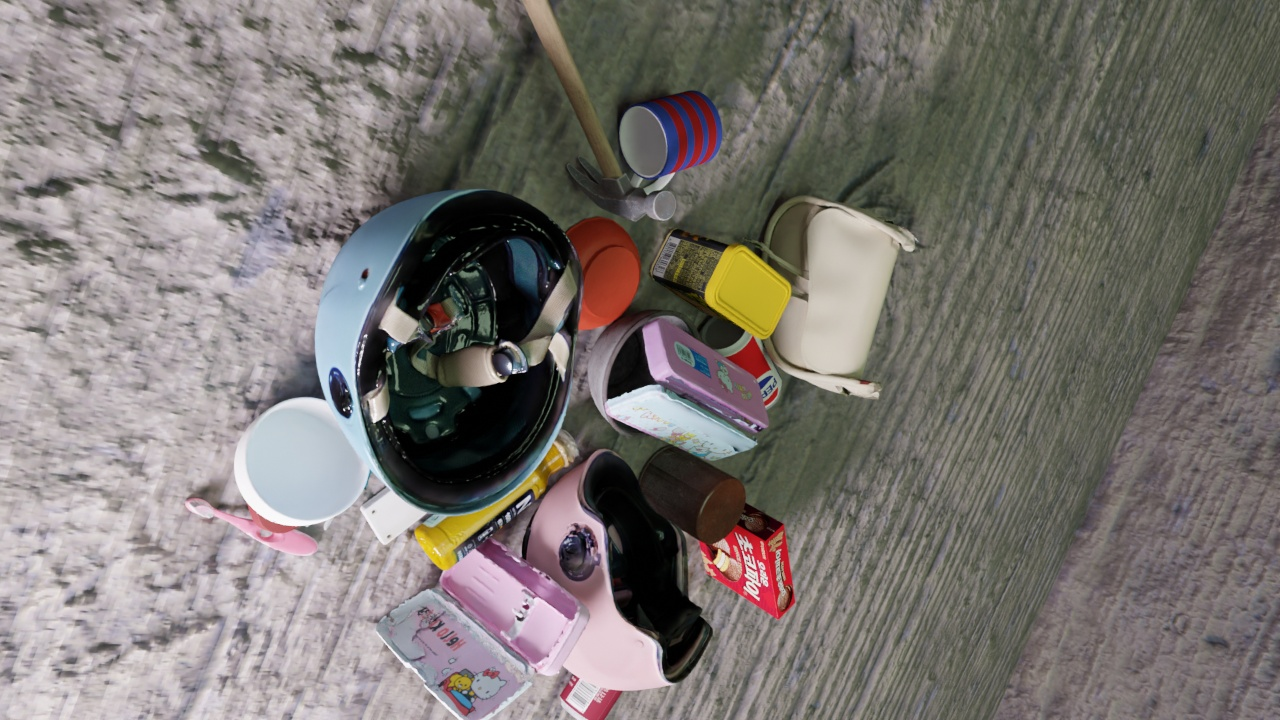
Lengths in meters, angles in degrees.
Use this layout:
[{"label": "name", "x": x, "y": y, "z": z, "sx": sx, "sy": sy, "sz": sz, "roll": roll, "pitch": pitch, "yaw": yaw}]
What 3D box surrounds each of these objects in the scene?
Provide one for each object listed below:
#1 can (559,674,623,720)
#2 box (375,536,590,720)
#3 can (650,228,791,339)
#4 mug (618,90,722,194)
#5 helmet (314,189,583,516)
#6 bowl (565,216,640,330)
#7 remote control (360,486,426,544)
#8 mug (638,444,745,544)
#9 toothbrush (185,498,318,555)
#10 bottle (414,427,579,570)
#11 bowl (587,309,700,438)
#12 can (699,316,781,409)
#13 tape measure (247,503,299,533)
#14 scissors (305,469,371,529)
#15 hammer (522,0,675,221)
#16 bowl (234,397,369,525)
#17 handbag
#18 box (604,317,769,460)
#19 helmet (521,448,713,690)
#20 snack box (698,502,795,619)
[{"label": "can", "x": -0.048, "y": 0.399, "z": 1.159, "sx": 0.114, "sy": 0.063, "sz": 0.063, "roll": -55, "pitch": 137, "yaw": -10}, {"label": "box", "x": -0.151, "y": 0.254, "z": 0.883, "sx": 0.155, "sy": 0.202, "sz": 0.059, "roll": -47, "pitch": 127, "yaw": -19}, {"label": "can", "x": 0.090, "y": -0.088, "z": 1.035, "sx": 0.130, "sy": 0.101, "sz": 0.072, "roll": 29, "pitch": 88, "yaw": -48}, {"label": "mug", "x": 0.026, "y": -0.216, "z": 0.940, "sx": 0.076, "sy": 0.075, "sz": 0.112, "roll": -25, "pitch": 151, "yaw": -35}, {"label": "helmet", "x": -0.163, "y": -0.011, "z": 0.766, "sx": 0.224, "sy": 0.167, "sz": 0.266, "roll": -9, "pitch": 107, "yaw": -43}, {"label": "bowl", "x": -0.041, "y": -0.085, "z": 0.954, "sx": 0.121, "sy": 0.035, "sz": 0.122, "roll": -21, "pitch": 123, "yaw": -37}, {"label": "remote control", "x": -0.208, "y": 0.121, "z": 0.903, "sx": 0.135, "sy": 0.011, "sz": 0.050, "roll": -38, "pitch": 132, "yaw": -26}, {"label": "mug", "x": 0.066, "y": 0.178, "z": 1.137, "sx": 0.096, "sy": 0.110, "sz": 0.123, "roll": -34, "pitch": 130, "yaw": -23}, {"label": "toothbrush", "x": -0.330, "y": 0.145, "z": 0.790, "sx": 0.135, "sy": 0.016, "sz": 0.021, "roll": 39, "pitch": 75, "yaw": -47}, {"label": "bottle", "x": -0.143, "y": 0.138, "z": 0.946, "sx": 0.185, "sy": 0.053, "sz": 0.053, "roll": -38, "pitch": 132, "yaw": -27}, {"label": "bowl", "x": -0.006, "y": 0.006, "z": 1.009, "sx": 0.144, "sy": 0.067, "sz": 0.145, "roll": -21, "pitch": 123, "yaw": -37}, {"label": "can", "x": 0.125, "y": 0.003, "z": 1.138, "sx": 0.070, "sy": 0.070, "sz": 0.132, "roll": -50, "pitch": 136, "yaw": -16}, {"label": "tape measure", "x": -0.304, "y": 0.120, "z": 0.789, "sx": 0.058, "sy": 0.019, "sz": 0.051, "roll": -25, "pitch": 109, "yaw": -44}, {"label": "scissors", "x": -0.252, "y": 0.081, "z": 0.835, "sx": 0.120, "sy": 0.019, "sz": 0.150, "roll": -15, "pitch": 121, "yaw": -44}, {"label": "hammer", "x": -0.072, "y": -0.266, "z": 0.799, "sx": 0.030, "sy": 0.119, "sz": 0.331, "roll": -43, "pitch": 125, "yaw": -23}, {"label": "bowl", "x": -0.285, "y": 0.087, "z": 0.762, "sx": 0.104, "sy": 0.054, "sz": 0.104, "roll": 19, "pitch": 61, "yaw": -38}, {"label": "handbag", "x": 0.215, "y": -0.083, "z": 1.087, "sx": 0.131, "sy": 0.184, "sz": 0.229, "roll": 14, "pitch": 89, "yaw": -48}, {"label": "box", "x": 0.049, "y": 0.042, "z": 1.006, "sx": 0.093, "sy": 0.089, "sz": 0.214, "roll": -28, "pitch": 146, "yaw": 26}, {"label": "helmet", "x": -0.039, "y": 0.232, "z": 0.991, "sx": 0.229, "sy": 0.153, "sz": 0.255, "roll": 4, "pitch": 64, "yaw": -69}, {"label": "snack box", "x": 0.136, "y": 0.252, "z": 1.220, "sx": 0.035, "sy": 0.133, "sz": 0.152, "roll": -36, "pitch": 131, "yaw": -28}]
